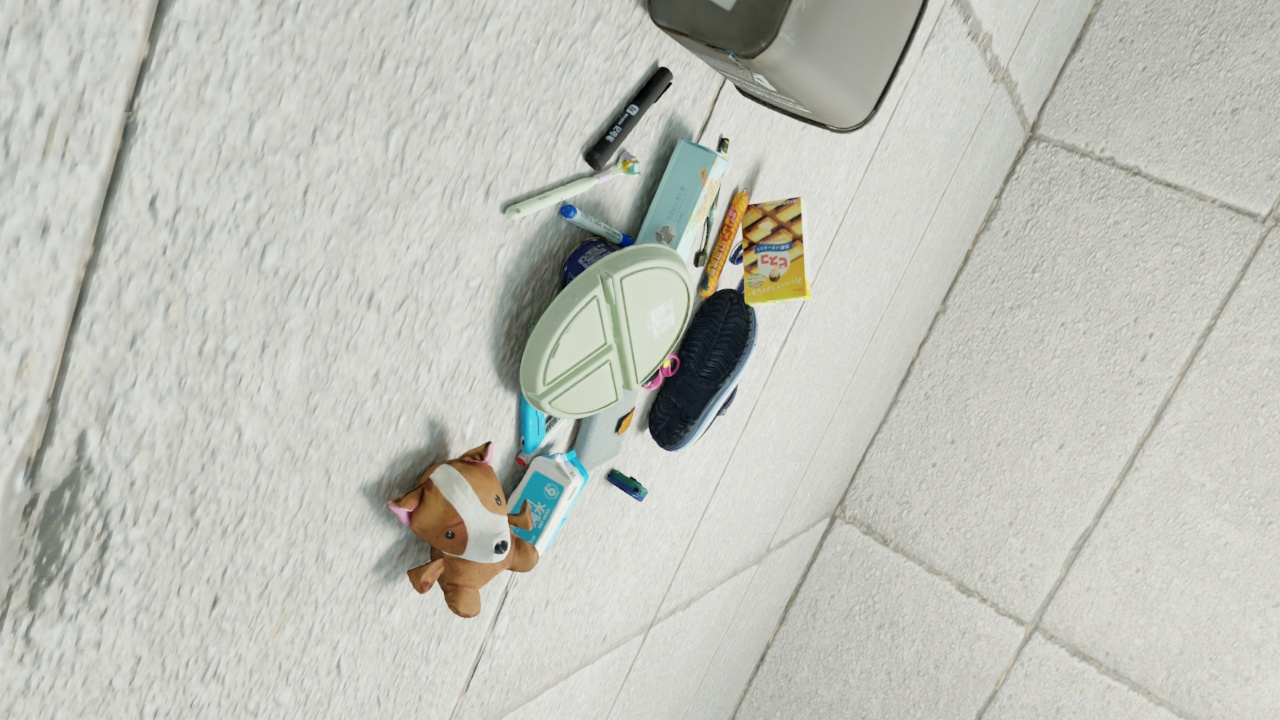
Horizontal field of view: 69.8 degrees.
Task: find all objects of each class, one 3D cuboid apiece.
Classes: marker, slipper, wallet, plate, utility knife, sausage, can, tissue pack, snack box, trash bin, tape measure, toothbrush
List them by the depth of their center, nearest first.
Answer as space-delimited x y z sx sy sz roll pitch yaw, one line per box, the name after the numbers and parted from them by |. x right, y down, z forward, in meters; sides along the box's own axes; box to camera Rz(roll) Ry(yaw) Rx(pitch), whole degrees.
-0.064 -0.170 0.898 0.020 0.029 0.189 -26 -175 46 | toothbrush
0.141 -0.353 0.899 0.219 0.199 0.199 -3 119 -55 | trash bin
-0.010 -0.242 0.919 0.131 0.020 0.022 -54 146 -16 | marker
-0.044 -0.140 0.969 0.017 0.017 0.145 -63 156 6 | marker
-0.029 -0.024 0.988 0.229 0.027 0.231 -32 149 -22 | plate
-0.040 -0.069 0.997 0.074 0.049 0.148 -37 150 -15 | can
-0.119 0.030 1.011 0.034 0.018 0.186 -38 146 -39 | utility knife
0.040 -0.162 1.052 0.175 0.051 0.074 -67 168 13 | snack box
-0.097 0.070 1.098 0.145 0.017 0.017 -49 153 -24 | marker
-0.120 0.172 1.098 0.140 0.063 0.090 -61 170 3 | tissue pack
0.090 -0.198 1.175 0.017 0.012 0.186 -26 140 -36 | toothbrush
-0.041 0.083 1.197 0.106 0.037 0.130 -21 135 -54 | wallet
0.184 -0.148 1.251 0.033 0.087 0.140 7 79 -65 | snack box
0.114 -0.157 1.253 0.021 0.021 0.165 -16 130 -58 | sausage
0.104 0.022 1.327 0.095 0.105 0.253 12 108 -58 | slipper
-0.015 0.182 1.331 0.025 0.058 0.054 -57 154 -8 | tape measure

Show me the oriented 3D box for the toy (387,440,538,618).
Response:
-0.178 0.176 0.946 0.139 0.130 0.200 -37 138 -31 | toy

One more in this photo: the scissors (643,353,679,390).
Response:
0.021 -0.011 1.248 0.076 0.017 0.138 -40 145 -22 | scissors

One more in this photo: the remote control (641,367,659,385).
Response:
-0.007 0.007 1.170 0.136 0.024 0.053 -14 91 -59 | remote control

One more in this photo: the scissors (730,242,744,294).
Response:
0.174 -0.156 1.383 0.162 0.012 0.176 3 113 -63 | scissors
